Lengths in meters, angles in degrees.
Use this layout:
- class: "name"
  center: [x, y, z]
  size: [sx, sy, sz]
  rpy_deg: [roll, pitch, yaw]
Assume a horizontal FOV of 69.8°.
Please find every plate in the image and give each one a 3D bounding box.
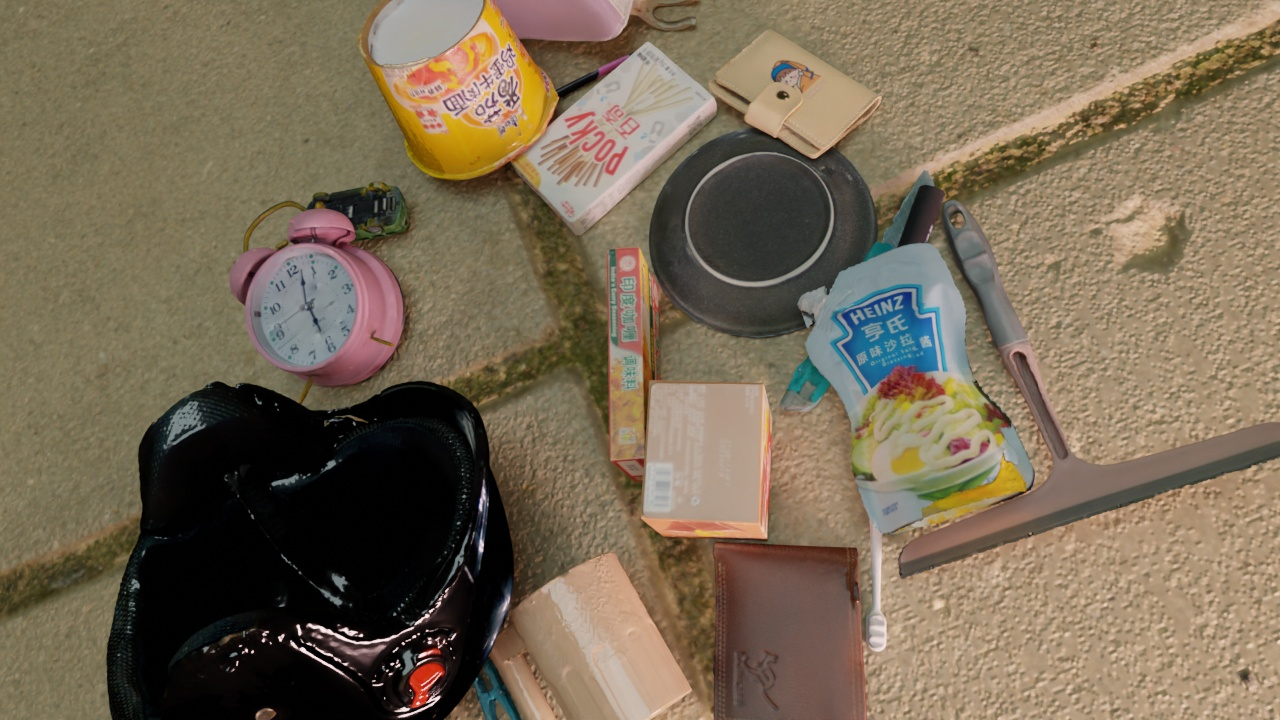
- class: "plate"
  center: [0.092, -0.106, 0.710]
  size: [0.179, 0.024, 0.179]
  rpy_deg: [-4, 72, 11]

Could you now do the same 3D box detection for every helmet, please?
- class: "helmet"
  center: [-0.196, 0.142, 0.585]
  size: [0.274, 0.230, 0.233]
  rpy_deg: [-32, 44, -6]

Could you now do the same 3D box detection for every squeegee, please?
- class: "squeegee"
  center: [0.261, -0.005, 0.635]
  size: [0.248, 0.040, 0.249]
  rpy_deg: [-24, 63, 22]

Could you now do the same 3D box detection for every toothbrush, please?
- class: "toothbrush"
  center: [0.162, 0.106, 0.631]
  size: [0.016, 0.016, 0.180]
  rpy_deg: [2, 73, 10]
- class: "toothbrush"
  center: [-0.083, -0.221, 0.789]
  size: [0.189, 0.014, 0.017]
  rpy_deg: [-25, 79, 2]

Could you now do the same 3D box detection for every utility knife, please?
- class: "utility knife"
  center: [0.164, -0.051, 0.679]
  size: [0.029, 0.013, 0.216]
  rpy_deg: [33, 81, -10]

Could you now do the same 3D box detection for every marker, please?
- class: "marker"
  center: [0.190, -0.066, 0.672]
  size: [0.022, 0.020, 0.132]
  rpy_deg: [23, 85, -5]

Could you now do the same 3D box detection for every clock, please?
- class: "clock"
  center: [-0.263, -0.055, 0.733]
  size: [0.117, 0.059, 0.158]
  rpy_deg: [-32, 78, 9]

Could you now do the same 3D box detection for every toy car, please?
- class: "toy car"
  center: [-0.241, -0.122, 0.777]
  size: [0.091, 0.036, 0.043]
  rpy_deg: [-6, 73, 10]

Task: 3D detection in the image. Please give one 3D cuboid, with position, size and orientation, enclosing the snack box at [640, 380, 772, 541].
- class: "snack box"
  center: [0.048, 0.070, 0.625]
  size: [0.077, 0.094, 0.092]
  rpy_deg: [0, 72, 12]

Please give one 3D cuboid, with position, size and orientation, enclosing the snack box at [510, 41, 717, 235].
- class: "snack box"
  center: [-0.022, -0.184, 0.757]
  size: [0.156, 0.027, 0.084]
  rpy_deg: [-42, 69, -4]

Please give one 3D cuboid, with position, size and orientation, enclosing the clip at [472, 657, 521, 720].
- class: "clip"
  center: [-0.102, 0.238, 0.647]
  size: [0.043, 0.014, 0.056]
  rpy_deg: [-29, 71, 2]

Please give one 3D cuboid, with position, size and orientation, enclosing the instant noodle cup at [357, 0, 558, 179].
- class: "instant noodle cup"
  center: [-0.152, -0.235, 0.741]
  size: [0.138, 0.110, 0.137]
  rpy_deg: [-8, 58, 13]

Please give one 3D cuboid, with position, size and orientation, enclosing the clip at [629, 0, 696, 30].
- class: "clip"
  center: [-0.001, -0.312, 0.773]
  size: [0.103, 0.093, 0.035]
  rpy_deg: [9, 74, 3]

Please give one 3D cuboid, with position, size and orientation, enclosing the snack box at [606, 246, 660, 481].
- class: "snack box"
  center: [-0.004, 0.004, 0.666]
  size: [0.027, 0.077, 0.155]
  rpy_deg: [-5, 72, 10]

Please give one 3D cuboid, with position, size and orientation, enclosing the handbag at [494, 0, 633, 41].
- class: "handbag"
  center: [-0.107, -0.340, 0.716]
  size: [0.145, 0.197, 0.098]
  rpy_deg: [6, 76, 33]

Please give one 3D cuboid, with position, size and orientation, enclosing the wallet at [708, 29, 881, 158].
- class: "wallet"
  center: [0.120, -0.213, 0.731]
  size: [0.115, 0.024, 0.087]
  rpy_deg: [40, 72, 19]

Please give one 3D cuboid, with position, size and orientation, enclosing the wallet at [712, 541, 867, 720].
- class: "wallet"
  center: [0.097, 0.184, 0.614]
  size: [0.101, 0.032, 0.124]
  rpy_deg: [-3, 71, 13]

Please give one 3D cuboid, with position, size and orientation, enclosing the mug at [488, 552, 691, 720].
- class: "mug"
  center: [-0.040, 0.206, 0.615]
  size: [0.125, 0.084, 0.103]
  rpy_deg: [-42, 69, 23]

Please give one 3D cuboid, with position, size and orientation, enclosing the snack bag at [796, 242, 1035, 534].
- class: "snack bag"
  center: [0.180, 0.014, 0.622]
  size: [0.110, 0.039, 0.190]
  rpy_deg: [-24, 65, 19]
